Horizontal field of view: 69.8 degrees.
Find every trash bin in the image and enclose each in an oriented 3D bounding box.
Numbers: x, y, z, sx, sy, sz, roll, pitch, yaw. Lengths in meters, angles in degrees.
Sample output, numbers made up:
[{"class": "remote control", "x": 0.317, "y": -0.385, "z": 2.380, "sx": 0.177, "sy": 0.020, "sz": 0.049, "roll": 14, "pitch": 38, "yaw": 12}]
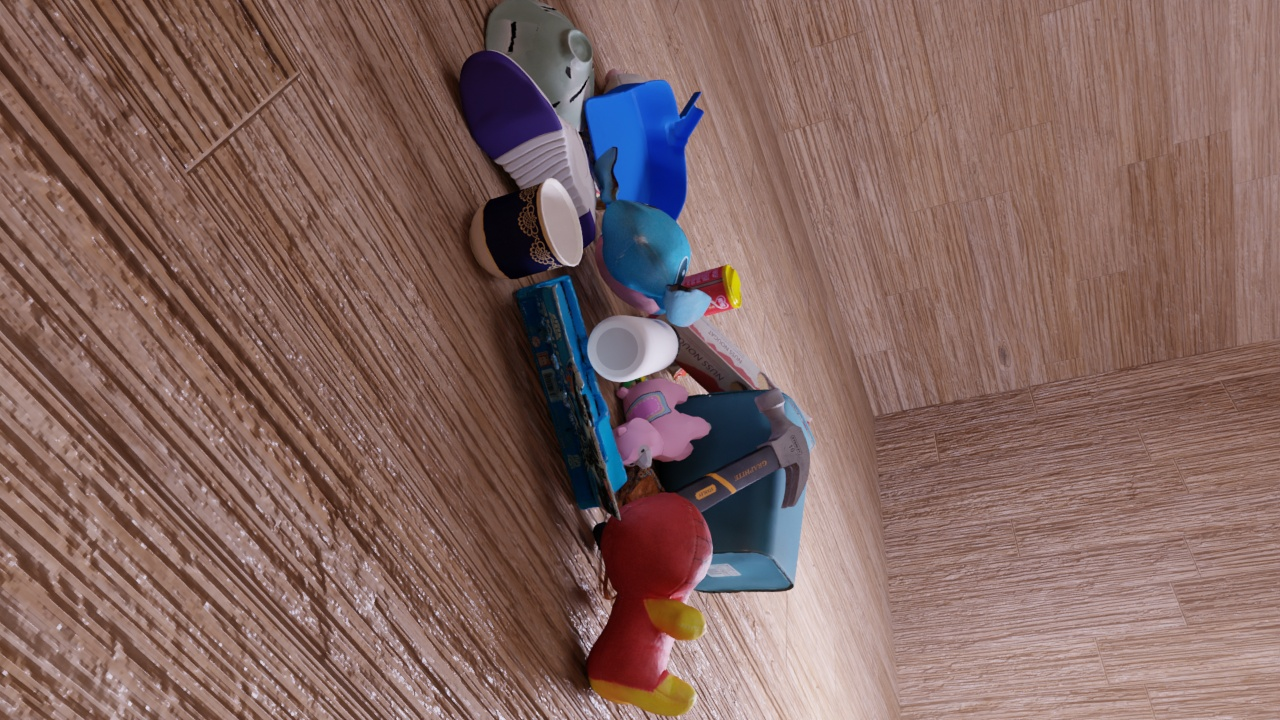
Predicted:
[{"class": "trash bin", "x": 0.124, "y": 0.183, "z": 1.234, "sx": 0.199, "sy": 0.197, "sz": 0.218, "roll": 52, "pitch": 38, "yaw": -50}]

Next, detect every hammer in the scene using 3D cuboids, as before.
[{"class": "hammer", "x": 0.077, "y": 0.146, "z": 1.074, "sx": 0.311, "sy": 0.035, "sz": 0.139, "roll": -22, "pitch": 86, "yaw": -32}]

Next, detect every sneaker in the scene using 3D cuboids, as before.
[{"class": "sneaker", "x": -0.108, "y": -0.241, "z": 0.993, "sx": 0.111, "sy": 0.092, "sz": 0.244, "roll": -85, "pitch": 158, "yaw": -44}]

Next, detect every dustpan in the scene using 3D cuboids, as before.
[{"class": "dustpan", "x": 0.022, "y": -0.289, "z": 1.219, "sx": 0.256, "sy": 0.060, "sz": 0.246, "roll": -63, "pitch": 150, "yaw": -44}]

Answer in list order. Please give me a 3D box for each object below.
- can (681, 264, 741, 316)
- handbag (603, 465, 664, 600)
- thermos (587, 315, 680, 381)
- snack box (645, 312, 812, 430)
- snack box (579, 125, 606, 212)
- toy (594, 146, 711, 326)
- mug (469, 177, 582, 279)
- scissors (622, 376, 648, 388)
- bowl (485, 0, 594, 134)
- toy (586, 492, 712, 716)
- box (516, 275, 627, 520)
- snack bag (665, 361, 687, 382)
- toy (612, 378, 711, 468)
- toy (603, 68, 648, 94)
[{"class": "can", "x": 0.086, "y": -0.097, "z": 1.384, "sx": 0.066, "sy": 0.125, "sz": 0.066, "roll": -14, "pitch": 90, "yaw": -69}, {"class": "handbag", "x": -0.006, "y": 0.204, "z": 1.070, "sx": 0.093, "sy": 0.043, "sz": 0.195, "roll": 67, "pitch": 25, "yaw": -22}, {"class": "thermos", "x": -0.014, "y": -0.007, "z": 1.044, "sx": 0.068, "sy": 0.101, "sz": 0.229, "roll": 59, "pitch": 11, "yaw": 4}, {"class": "snack box", "x": 0.122, "y": 0.021, "z": 1.305, "sx": 0.273, "sy": 0.077, "sz": 0.044, "roll": 43, "pitch": 50, "yaw": -13}, {"class": "snack box", "x": -0.076, "y": -0.271, "z": 1.166, "sx": 0.142, "sy": 0.040, "sz": 0.145, "roll": 2, "pitch": 76, "yaw": -68}, {"class": "toy", "x": -0.006, "y": -0.132, "z": 1.090, "sx": 0.224, "sy": 0.098, "sz": 0.192, "roll": 57, "pitch": -12, "yaw": 2}, {"class": "mug", "x": -0.110, "y": -0.118, "z": 0.901, "sx": 0.112, "sy": 0.089, "sz": 0.085, "roll": 42, "pitch": 40, "yaw": -59}, {"class": "scissors", "x": -0.005, "y": 0.023, "z": 1.223, "sx": 0.131, "sy": 0.012, "sz": 0.108, "roll": -57, "pitch": 131, "yaw": -63}, {"class": "bowl", "x": -0.092, "y": -0.350, "z": 1.056, "sx": 0.174, "sy": 0.068, "sz": 0.174, "roll": 16, "pitch": 68, "yaw": -45}, {"class": "toy", "x": 0.008, "y": 0.236, "z": 0.920, "sx": 0.098, "sy": 0.148, "sz": 0.216, "roll": 21, "pitch": 69, "yaw": -37}, {"class": "box", "x": -0.074, "y": 0.038, "z": 0.953, "sx": 0.175, "sy": 0.060, "sz": 0.243, "roll": -89, "pitch": 163, "yaw": -82}, {"class": "snack bag", "x": 0.069, "y": -0.015, "z": 1.409, "sx": 0.155, "sy": 0.044, "sz": 0.087, "roll": -20, "pitch": 115, "yaw": -72}, {"class": "toy", "x": 0.012, "y": 0.080, "z": 1.135, "sx": 0.157, "sy": 0.067, "sz": 0.123, "roll": 2, "pitch": 46, "yaw": -46}, {"class": "toy", "x": -0.012, "y": -0.360, "z": 1.337, "sx": 0.179, "sy": 0.101, "sz": 0.139, "roll": -116, "pitch": 180, "yaw": -53}]
